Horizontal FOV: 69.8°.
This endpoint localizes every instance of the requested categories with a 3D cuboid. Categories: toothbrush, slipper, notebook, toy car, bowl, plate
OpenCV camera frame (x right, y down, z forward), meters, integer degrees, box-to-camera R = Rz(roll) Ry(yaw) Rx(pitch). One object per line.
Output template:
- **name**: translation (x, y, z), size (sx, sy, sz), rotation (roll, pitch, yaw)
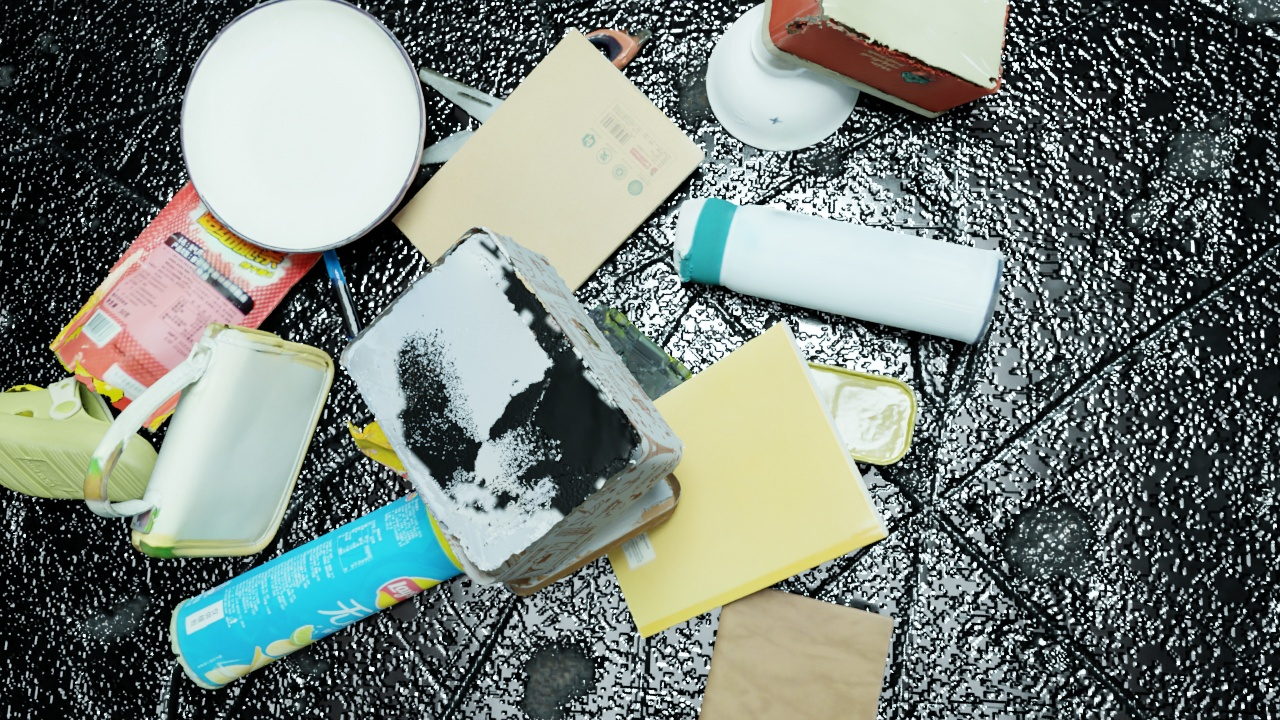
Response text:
- **toothbrush**: translation (-0.218, -0.015, 0.705), size (0.014, 0.016, 0.189), rotation (-18, 87, -5)
- **slipper**: translation (-0.441, 0.058, 0.709), size (0.191, 0.092, 0.081), rotation (6, 45, 16)
- **notebook**: translation (-0.074, -0.131, 0.702), size (0.208, 0.008, 0.148), rotation (-45, 81, 7)
- **notebook**: translation (0.045, 0.085, 0.608), size (0.207, 0.010, 0.145), rotation (-34, 72, 34)
- **toy car**: translation (-0.004, 0.004, 0.674), size (0.105, 0.032, 0.048), rotation (40, 97, 14)
- **bowl**: translation (0.106, -0.222, 0.677), size (0.118, 0.065, 0.118), rotation (-1, 81, 7)
- **plate**: translation (-0.250, -0.175, 0.696), size (0.192, 0.039, 0.192), rotation (0, 90, 8)

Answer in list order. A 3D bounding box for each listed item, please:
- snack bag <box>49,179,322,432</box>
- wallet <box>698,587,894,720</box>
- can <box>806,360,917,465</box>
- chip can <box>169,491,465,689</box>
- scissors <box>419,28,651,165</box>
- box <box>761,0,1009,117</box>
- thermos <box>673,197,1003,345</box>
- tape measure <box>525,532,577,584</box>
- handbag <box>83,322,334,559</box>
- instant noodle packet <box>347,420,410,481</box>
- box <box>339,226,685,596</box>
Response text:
- **snack bag**: translation (-0.350, -0.056, 0.717), size (0.128, 0.073, 0.207), rotation (37, 80, 4)
- **wallet**: translation (0.103, 0.206, 0.607), size (0.115, 0.020, 0.101), rotation (11, 84, 6)
- **can**: translation (0.129, 0.038, 0.627), size (0.102, 0.083, 0.057), rotation (11, 83, 9)
- **chip can**: translation (-0.225, 0.162, 0.663), size (0.210, 0.071, 0.071), rotation (-26, 80, 4)
- **scissors**: translation (-0.078, -0.185, 0.722), size (0.225, 0.015, 0.189), rotation (-28, 80, 4)
- **box**: translation (0.174, -0.237, 0.622), size (0.168, 0.078, 0.091), rotation (11, 82, -27)
- **thermos**: translation (0.133, -0.069, 0.652), size (0.224, 0.073, 0.073), rotation (13, 84, 9)
- **tape measure**: translation (-0.068, 0.127, 0.666), size (0.066, 0.033, 0.065), rotation (-13, 82, 6)
- **handbag**: translation (-0.305, 0.052, 0.635), size (0.063, 0.178, 0.163), rotation (17, 86, 15)
- **instant noodle packet**: translation (-0.129, 0.059, 0.653), size (0.128, 0.110, 0.044), rotation (28, 123, 9)
- **box**: translation (-0.066, 0.041, 0.587), size (0.150, 0.166, 0.182), rotation (-41, 71, 13)
